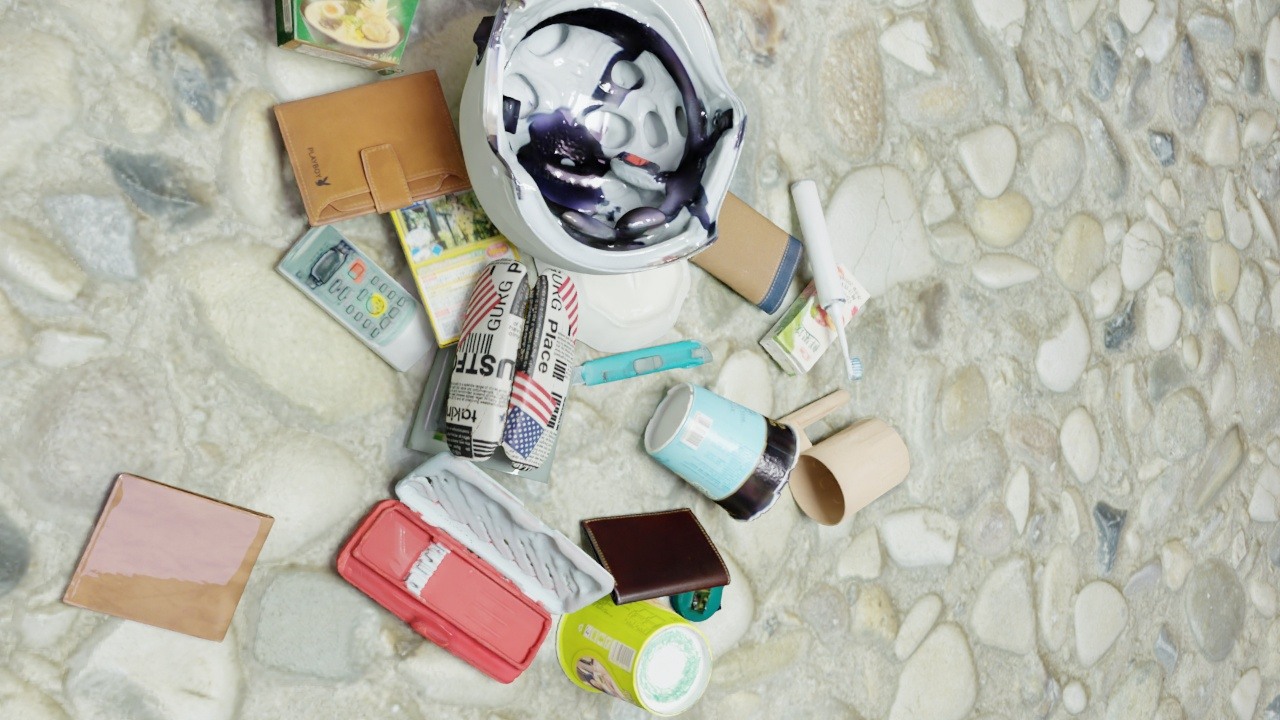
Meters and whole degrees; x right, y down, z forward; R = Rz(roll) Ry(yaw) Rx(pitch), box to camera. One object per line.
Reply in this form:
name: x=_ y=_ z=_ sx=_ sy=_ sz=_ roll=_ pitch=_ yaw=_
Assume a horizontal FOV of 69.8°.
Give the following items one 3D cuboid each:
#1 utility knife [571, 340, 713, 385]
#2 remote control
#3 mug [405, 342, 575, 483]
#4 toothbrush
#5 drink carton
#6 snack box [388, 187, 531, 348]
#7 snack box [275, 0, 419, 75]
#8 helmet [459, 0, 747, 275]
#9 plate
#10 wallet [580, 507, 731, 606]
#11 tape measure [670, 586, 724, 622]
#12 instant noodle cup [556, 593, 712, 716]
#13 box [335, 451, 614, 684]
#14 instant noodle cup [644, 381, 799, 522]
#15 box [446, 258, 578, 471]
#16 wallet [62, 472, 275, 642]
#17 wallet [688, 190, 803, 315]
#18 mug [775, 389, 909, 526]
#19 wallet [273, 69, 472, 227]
utility knife: x=-0.005 y=0.005 z=0.883 sx=0.184 sy=0.013 sz=0.029 roll=-12 pitch=97 yaw=-29
remote control: x=-0.226 y=-0.051 z=0.750 sx=0.135 sy=0.019 sz=0.056 roll=45 pitch=70 yaw=-23
mug: x=-0.126 y=0.041 z=0.784 sx=0.124 sy=0.084 sz=0.103 roll=16 pitch=81 yaw=-4
toothbrush: x=0.192 y=-0.084 z=0.944 sx=0.026 sy=0.027 sz=0.220 roll=-10 pitch=73 yaw=-3
drink carton: x=0.184 y=-0.043 z=0.972 sx=0.053 sy=0.046 sz=0.122 roll=47 pitch=68 yaw=-10
snack box: x=-0.149 y=-0.089 z=0.762 sx=0.086 sy=0.034 sz=0.140 roll=-21 pitch=92 yaw=-14
snack box: x=-0.227 y=-0.283 z=0.698 sx=0.117 sy=0.118 sz=0.105 roll=6 pitch=98 yaw=-30
helmet: x=-0.043 y=-0.187 z=0.740 sx=0.228 sy=0.146 sz=0.258 roll=8 pitch=77 yaw=-31
plate: x=-0.029 y=-0.139 z=0.853 sx=0.161 sy=0.034 sz=0.266 roll=-18 pitch=99 yaw=-28
wallet: x=0.014 y=0.180 z=0.860 sx=0.122 sy=0.096 sz=0.020 roll=-1 pitch=129 yaw=-30
tape measure: x=0.058 y=0.234 z=0.918 sx=0.058 sy=0.025 sz=0.054 roll=12 pitch=84 yaw=-29
instant noodle cup: x=0.000 y=0.263 z=0.829 sx=0.111 sy=0.124 sz=0.111 roll=-1 pitch=91 yaw=-30
box: x=-0.138 y=0.175 z=0.781 sx=0.158 sy=0.069 sz=0.201 roll=-45 pitch=113 yaw=5
instant noodle cup: x=0.072 y=0.081 z=0.885 sx=0.120 sy=0.111 sz=0.111 roll=31 pitch=76 yaw=-18
box: x=-0.097 y=0.005 z=0.731 sx=0.086 sy=0.076 sz=0.162 roll=20 pitch=76 yaw=-41
wallet: x=-0.349 y=0.147 z=0.685 sx=0.115 sy=0.020 sz=0.101 roll=26 pitch=79 yaw=-25
wallet: x=0.108 y=-0.111 z=0.936 sx=0.115 sy=0.033 sz=0.090 roll=31 pitch=73 yaw=-26
mug: x=0.212 y=0.100 z=0.982 sx=0.103 sy=0.084 sz=0.124 roll=-24 pitch=76 yaw=-29
wallet: x=-0.207 y=-0.161 z=0.725 sx=0.130 sy=0.035 sz=0.119 roll=-18 pitch=80 yaw=-15
